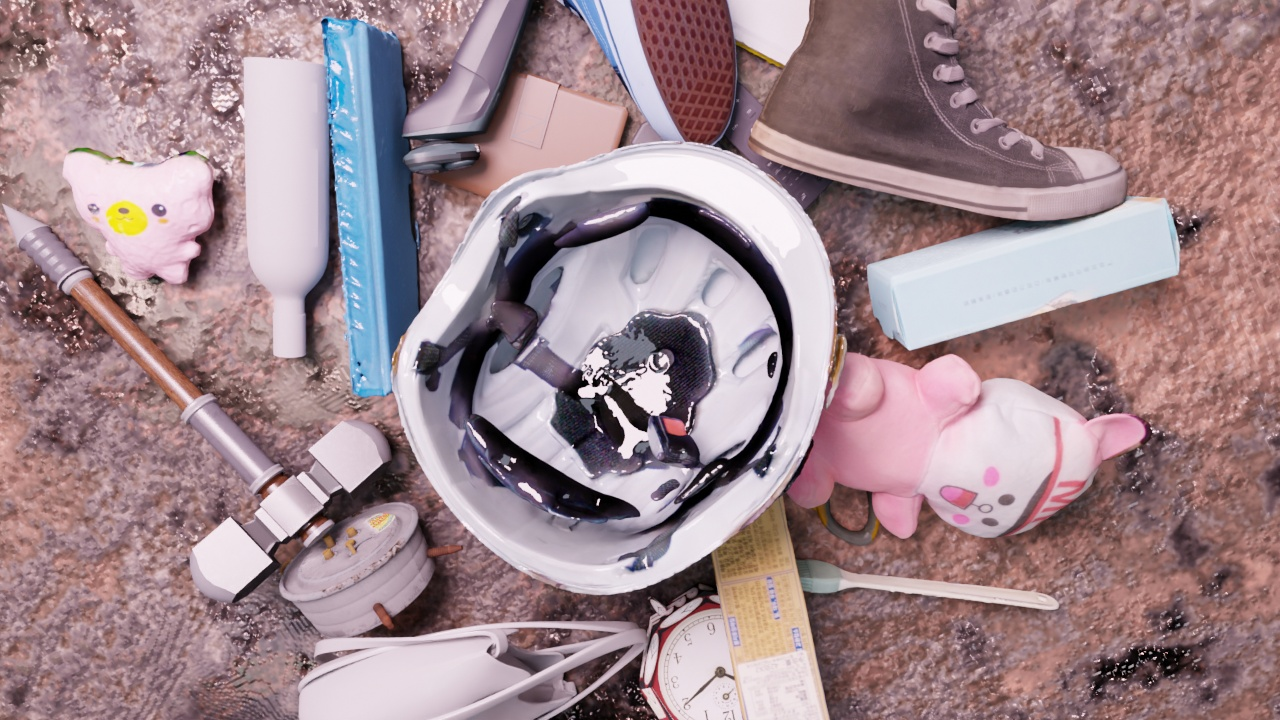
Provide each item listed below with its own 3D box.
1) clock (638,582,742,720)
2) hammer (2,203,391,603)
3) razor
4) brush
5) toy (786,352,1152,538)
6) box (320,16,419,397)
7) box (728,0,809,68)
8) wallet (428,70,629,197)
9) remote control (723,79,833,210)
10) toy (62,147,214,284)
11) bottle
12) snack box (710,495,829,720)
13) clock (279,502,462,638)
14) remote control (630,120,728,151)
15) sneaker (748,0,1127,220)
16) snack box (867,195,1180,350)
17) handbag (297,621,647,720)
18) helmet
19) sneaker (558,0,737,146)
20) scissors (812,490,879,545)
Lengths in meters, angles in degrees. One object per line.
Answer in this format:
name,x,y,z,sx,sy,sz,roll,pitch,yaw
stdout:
clock,0.059,0.241,0.669,0.114,0.065,0.154,-11,84,-2
hammer,-0.334,0.007,0.641,0.322,0.043,0.155,45,70,2
razor,-0.108,-0.183,0.588,0.052,0.047,0.143,27,100,-4
brush,0.196,0.165,0.668,0.217,0.033,0.012,6,103,0
toy,0.205,0.056,0.605,0.213,0.084,0.142,12,131,-4
box,-0.180,-0.096,0.597,0.048,0.093,0.232,0,104,2
box,0.056,-0.274,0.575,0.209,0.038,0.130,27,115,-2
wallet,-0.077,-0.147,0.620,0.121,0.013,0.087,19,103,2
remote control,0.070,-0.157,0.610,0.136,0.015,0.032,42,101,-8
toy,-0.338,-0.099,0.625,0.102,0.050,0.093,6,107,5
bottle,-0.237,-0.099,0.619,0.052,0.052,0.195,5,103,2
snack box,0.087,0.191,0.614,0.056,0.057,0.206,-11,84,1
clock,-0.209,0.148,0.656,0.148,0.103,0.056,-10,114,35
remote control,0.051,-0.122,0.621,0.124,0.009,0.046,42,101,-6
sneaker,0.194,-0.159,0.554,0.235,0.095,0.120,15,115,1
snack box,0.241,-0.059,0.594,0.175,0.075,0.053,-15,102,6
handbag,-0.102,0.220,0.640,0.222,0.216,0.095,-18,63,1
helmet,-0.003,0.003,0.574,0.236,0.163,0.264,39,93,8
sneaker,-0.022,-0.240,0.559,0.083,0.098,0.241,-43,119,-27
scissors,0.092,0.043,0.653,0.162,0.016,0.225,-20,101,6
